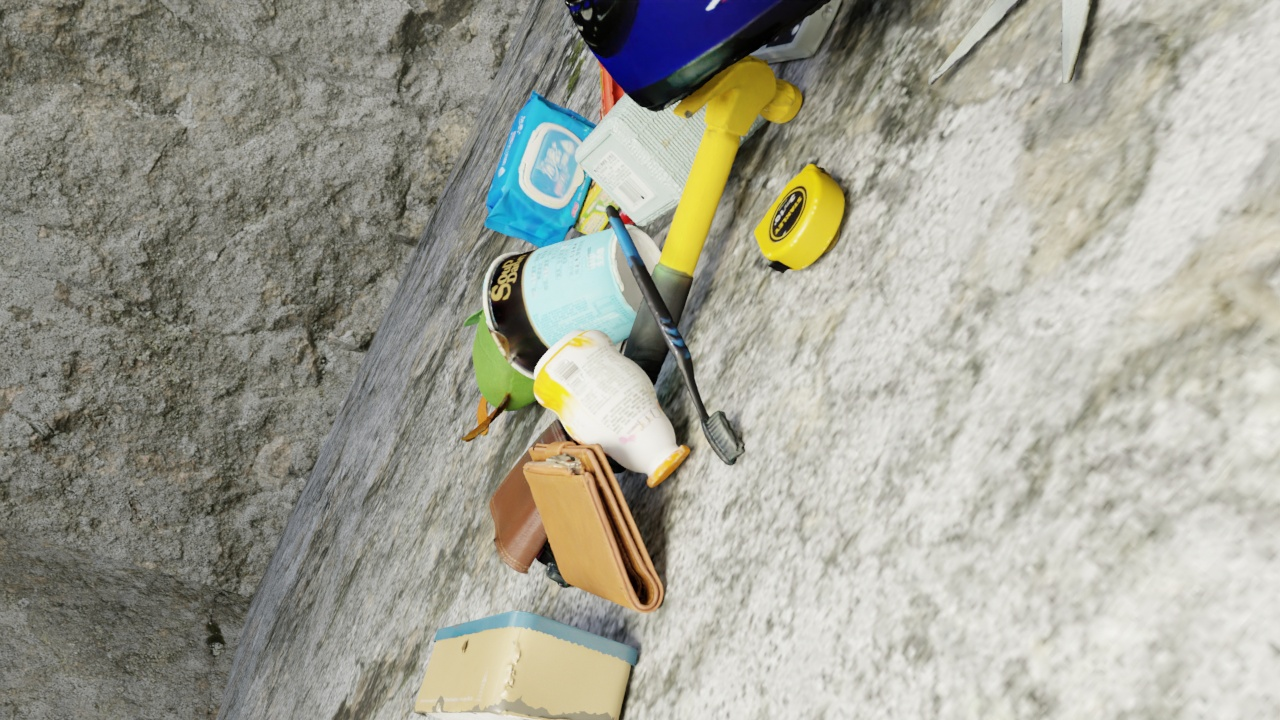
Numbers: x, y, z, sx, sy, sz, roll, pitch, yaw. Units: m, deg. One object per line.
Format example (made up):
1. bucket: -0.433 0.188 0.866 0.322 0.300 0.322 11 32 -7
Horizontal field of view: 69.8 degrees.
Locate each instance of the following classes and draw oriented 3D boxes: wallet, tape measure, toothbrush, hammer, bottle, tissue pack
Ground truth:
1. wallet: -0.037 0.104 0.596 0.132 0.031 0.108 -14 98 66
2. tape measure: 0.096 -0.080 0.538 0.060 0.029 0.057 -56 22 26
3. toothbrush: 0.018 -0.022 0.561 0.016 0.014 0.189 -45 61 42
4. hammer: 0.023 -0.062 0.631 0.033 0.128 0.301 29 107 33
5. toothbrush: -0.086 0.155 0.755 0.014 0.017 0.189 -60 18 -7
6. wallet: -0.083 0.107 0.757 0.101 0.032 0.124 -54 18 4
7. bottle: -0.017 0.032 0.591 0.063 0.108 0.063 -42 -13 -13
8. tissue pack: -0.099 -0.195 0.957 0.052 0.095 0.157 -2 67 62

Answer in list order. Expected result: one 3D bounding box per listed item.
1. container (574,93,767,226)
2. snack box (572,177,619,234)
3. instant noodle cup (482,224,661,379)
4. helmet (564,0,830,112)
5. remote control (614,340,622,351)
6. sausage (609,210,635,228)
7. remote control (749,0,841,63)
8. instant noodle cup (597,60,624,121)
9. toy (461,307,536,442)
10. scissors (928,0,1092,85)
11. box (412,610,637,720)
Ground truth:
1. container: 0.020 -0.169 0.682 0.111 0.090 0.090 -49 13 -22
2. snack box: -0.034 -0.209 0.990 0.087 0.033 0.140 -46 31 45
3. instant noodle cup: -0.044 -0.050 0.724 0.121 0.111 0.111 -17 49 33
4. helmet: 0.051 -0.324 0.498 0.315 0.240 0.247 -43 20 -10
5. remote control: -0.026 -0.031 0.798 0.056 0.020 0.135 -14 55 64
6. sausage: -0.005 -0.147 0.870 0.156 0.020 0.020 -51 25 35
7. remote control: 0.108 -0.261 0.713 0.058 0.021 0.150 -65 20 5
8. instant noodle cup: -0.002 -0.309 0.884 0.189 0.079 0.164 83 -170 -52
9. toy: -0.123 -0.018 0.928 0.227 0.090 0.246 -59 18 16
10. scissors: 0.213 -0.228 0.420 0.235 0.021 0.220 -43 31 46
11. box: -0.075 0.203 0.577 0.185 0.089 0.061 -33 38 52
